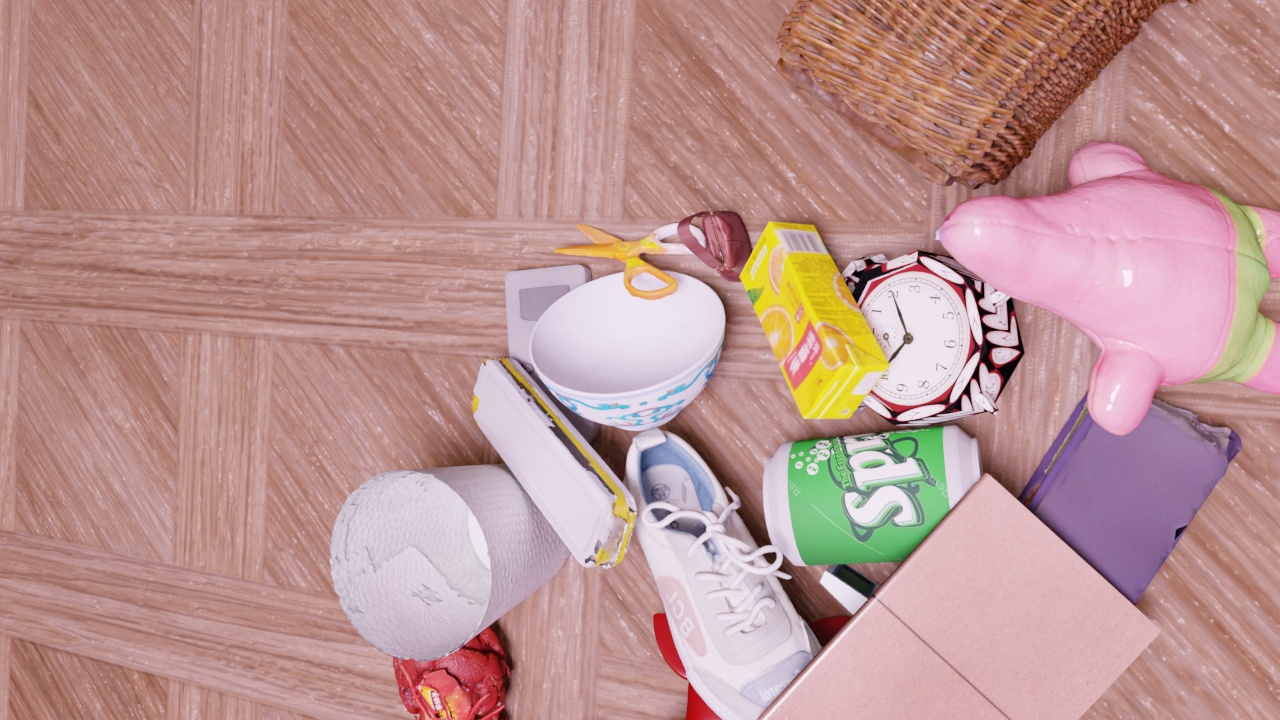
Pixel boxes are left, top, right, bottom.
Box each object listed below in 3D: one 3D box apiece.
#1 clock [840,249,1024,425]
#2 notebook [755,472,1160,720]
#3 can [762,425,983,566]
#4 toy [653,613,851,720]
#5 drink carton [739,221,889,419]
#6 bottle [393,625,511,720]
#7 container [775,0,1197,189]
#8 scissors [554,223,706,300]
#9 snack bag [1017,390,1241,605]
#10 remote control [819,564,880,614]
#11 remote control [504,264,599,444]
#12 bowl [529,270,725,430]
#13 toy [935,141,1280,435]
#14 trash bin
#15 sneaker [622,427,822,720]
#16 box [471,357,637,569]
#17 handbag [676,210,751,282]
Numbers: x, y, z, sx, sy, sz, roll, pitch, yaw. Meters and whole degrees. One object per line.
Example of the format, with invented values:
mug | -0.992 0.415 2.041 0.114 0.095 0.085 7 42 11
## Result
clock | 0.183 -0.016 0.630 0.155 0.065 0.114 12 97 50
notebook | 0.193 0.193 0.562 0.141 0.008 0.209 42 92 0
can | 0.161 0.094 0.627 0.140 0.087 0.088 -8 88 21
toy | 0.078 0.279 0.645 0.158 0.121 0.196 -4 56 14
drink carton | 0.116 -0.028 0.627 0.059 0.043 0.134 115 146 -44
bottle | -0.154 0.263 0.753 0.099 0.098 0.111 -10 92 21
container | 0.202 -0.205 0.533 0.162 0.249 0.183 42 114 16
scissors | -0.006 -0.092 0.719 0.096 0.012 0.133 -41 50 -19
snack bag | 0.288 0.114 0.594 0.096 0.058 0.205 31 101 17
remote control | 0.189 0.192 0.639 0.143 0.049 0.024 32 101 18
remote control | -0.073 -0.001 0.754 0.074 0.019 0.151 -3 90 22
bowl | -0.004 0.004 0.686 0.144 0.143 0.074 5 133 21
toy | 0.284 -0.053 0.547 0.236 0.097 0.191 11 72 -12
trash bin | -0.131 0.140 0.704 0.133 0.161 0.133 0 91 22
sneaker | 0.051 0.148 0.626 0.089 0.091 0.242 -24 56 -11
box | -0.072 0.071 0.691 0.209 0.033 0.064 43 124 42
handbag | 0.050 -0.086 0.650 0.029 0.119 0.055 -16 85 21
